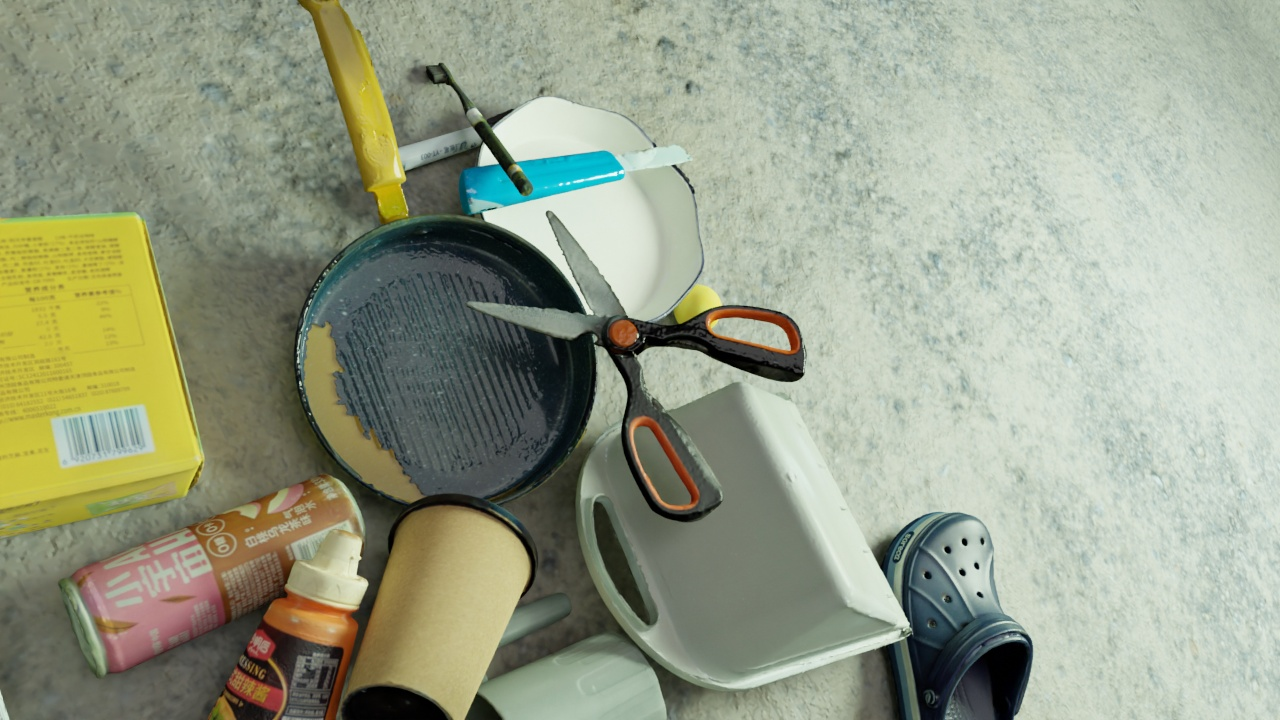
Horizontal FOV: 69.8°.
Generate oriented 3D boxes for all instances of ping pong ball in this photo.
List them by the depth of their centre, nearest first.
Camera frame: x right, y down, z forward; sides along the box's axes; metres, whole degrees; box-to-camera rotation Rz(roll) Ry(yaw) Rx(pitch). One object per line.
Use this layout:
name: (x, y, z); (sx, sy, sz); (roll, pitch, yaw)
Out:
ping pong ball: (0.048, -0.044, 0.770); (0.040, 0.040, 0.040); (14, 61, -27)

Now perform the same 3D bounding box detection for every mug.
mug: (-0.059, 0.207, 0.568); (0.103, 0.084, 0.124); (-14, 51, -37)

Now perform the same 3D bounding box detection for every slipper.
slipper: (0.262, 0.240, 0.744); (0.105, 0.095, 0.252); (18, 63, -28)

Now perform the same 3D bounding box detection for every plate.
plate: (-0.043, -0.114, 0.742); (0.204, 0.046, 0.204); (14, 61, -28)

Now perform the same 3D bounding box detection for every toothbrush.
toothbrush: (-0.124, -0.177, 0.689); (0.017, 0.012, 0.185); (-12, 47, -29)

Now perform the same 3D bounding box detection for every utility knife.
utility knife: (-0.043, -0.147, 0.715); (0.222, 0.018, 0.034); (-19, 78, -35)

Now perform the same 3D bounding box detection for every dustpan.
dustpan: (0.071, 0.127, 0.673); (0.222, 0.143, 0.257); (66, 13, 22)

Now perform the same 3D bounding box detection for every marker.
marker: (-0.144, -0.173, 0.721); (0.018, 0.023, 0.130); (25, 40, 34)

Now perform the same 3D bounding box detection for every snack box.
snack box: (-0.353, 0.012, 0.466); (0.209, 0.070, 0.157); (-11, 74, -35)

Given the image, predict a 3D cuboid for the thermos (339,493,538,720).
thermos: (-0.114, 0.145, 0.520); (0.093, 0.093, 0.143); (35, 31, -15)

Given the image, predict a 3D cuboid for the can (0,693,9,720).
can: (-0.314, 0.145, 0.397); (0.058, 0.058, 0.147); (-18, 110, -37)

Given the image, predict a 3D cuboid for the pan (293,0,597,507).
pan: (-0.150, -0.074, 0.595); (0.197, 0.078, 0.357); (-22, 88, -26)

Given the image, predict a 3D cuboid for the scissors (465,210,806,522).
scissors: (0.006, -0.003, 0.599); (0.232, 0.022, 0.220); (-8, 73, -14)

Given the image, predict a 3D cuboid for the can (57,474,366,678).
can: (-0.230, 0.114, 0.506); (0.147, 0.058, 0.058); (-22, 81, -38)

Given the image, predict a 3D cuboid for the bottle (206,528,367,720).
bottle: (-0.183, 0.162, 0.486); (0.066, 0.067, 0.149); (23, 78, -23)
